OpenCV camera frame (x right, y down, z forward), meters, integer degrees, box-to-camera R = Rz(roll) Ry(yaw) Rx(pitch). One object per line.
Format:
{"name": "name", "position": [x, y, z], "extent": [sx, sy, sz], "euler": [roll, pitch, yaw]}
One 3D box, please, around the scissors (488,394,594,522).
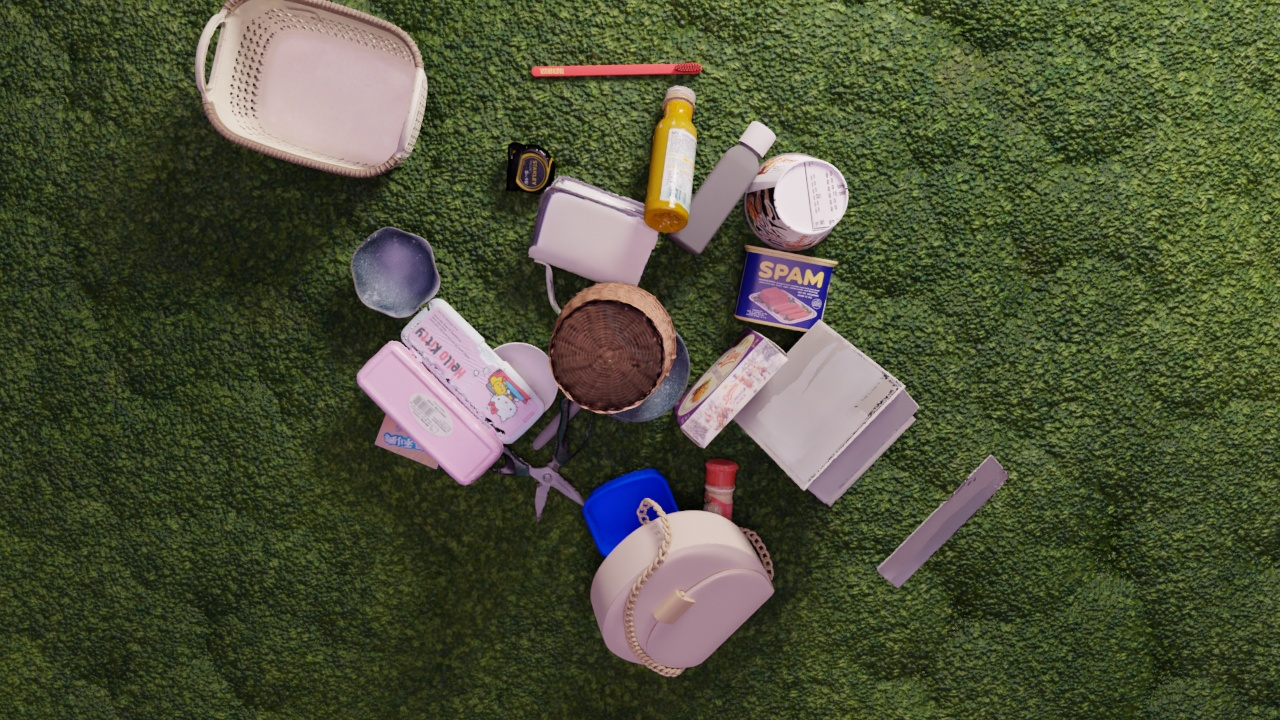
{"name": "scissors", "position": [-0.123, 0.108, 1.188], "extent": [0.201, 0.015, 0.203], "euler": [38, 101, -15]}

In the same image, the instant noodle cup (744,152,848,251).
{"name": "instant noodle cup", "position": [0.195, -0.195, 1.111], "extent": [0.123, 0.121, 0.123], "euler": [0, 97, -1]}

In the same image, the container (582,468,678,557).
{"name": "container", "position": [-0.010, 0.195, 1.192], "extent": [0.114, 0.058, 0.096], "euler": [-22, 97, 2]}

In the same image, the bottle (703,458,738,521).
{"name": "bottle", "position": [0.102, 0.185, 1.200], "extent": [0.044, 0.044, 0.109], "euler": [4, 98, -1]}

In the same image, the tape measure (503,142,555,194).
{"name": "tape measure", "position": [-0.137, -0.239, 1.148], "extent": [0.061, 0.034, 0.062], "euler": [9, 109, 2]}

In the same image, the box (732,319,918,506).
{"name": "box", "position": [0.268, 0.097, 1.233], "extent": [0.167, 0.422, 0.173], "euler": [-46, 66, 5]}

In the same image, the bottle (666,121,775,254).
{"name": "bottle", "position": [0.102, -0.213, 1.129], "extent": [0.046, 0.083, 0.174], "euler": [35, 95, -5]}

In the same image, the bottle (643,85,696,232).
{"name": "bottle", "position": [0.039, -0.245, 1.102], "extent": [0.053, 0.053, 0.185], "euler": [7, 66, -2]}

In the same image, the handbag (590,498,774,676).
{"name": "handbag", "position": [0.047, 0.285, 1.154], "extent": [0.208, 0.103, 0.211], "euler": [30, 109, -34]}

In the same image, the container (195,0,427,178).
{"name": "container", "position": [-0.370, -0.318, 1.081], "extent": [0.246, 0.143, 0.184], "euler": [17, 96, -3]}

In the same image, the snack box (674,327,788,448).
{"name": "snack box", "position": [0.107, 0.030, 1.129], "extent": [0.040, 0.143, 0.148], "euler": [42, 95, -5]}

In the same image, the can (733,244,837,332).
{"name": "can", "position": [0.180, -0.090, 1.158], "extent": [0.116, 0.056, 0.092], "euler": [10, 98, -2]}

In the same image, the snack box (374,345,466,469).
{"name": "snack box", "position": [-0.273, 0.054, 1.184], "extent": [0.087, 0.034, 0.151], "euler": [23, 96, -3]}

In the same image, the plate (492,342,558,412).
{"name": "plate", "position": [-0.157, 0.025, 1.181], "extent": [0.104, 0.026, 0.104], "euler": [-1, 105, -3]}

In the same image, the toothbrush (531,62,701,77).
{"name": "toothbrush", "position": [-0.030, -0.362, 1.141], "extent": [0.212, 0.018, 0.012], "euler": [-1, 97, 0]}

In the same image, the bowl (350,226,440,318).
{"name": "bowl", "position": [-0.303, -0.111, 1.152], "extent": [0.110, 0.055, 0.110], "euler": [0, 97, -1]}

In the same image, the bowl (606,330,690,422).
{"name": "bowl", "position": [-0.007, 0.007, 1.168], "extent": [0.137, 0.057, 0.137], "euler": [0, 97, -1]}

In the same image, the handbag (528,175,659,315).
{"name": "handbag", "position": [-0.066, -0.129, 1.155], "extent": [0.151, 0.073, 0.176], "euler": [19, 116, -2]}

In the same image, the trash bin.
{"name": "trash bin", "position": [-0.030, -0.010, 1.031], "extent": [0.151, 0.210, 0.151], "euler": [0, 97, -1]}

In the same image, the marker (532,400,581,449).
{"name": "marker", "position": [-0.094, 0.064, 1.198], "extent": [0.139, 0.016, 0.022], "euler": [-45, 64, 6]}

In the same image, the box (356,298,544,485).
{"name": "box", "position": [-0.237, 0.041, 1.145], "extent": [0.152, 0.038, 0.201], "euler": [-44, 96, 5]}
